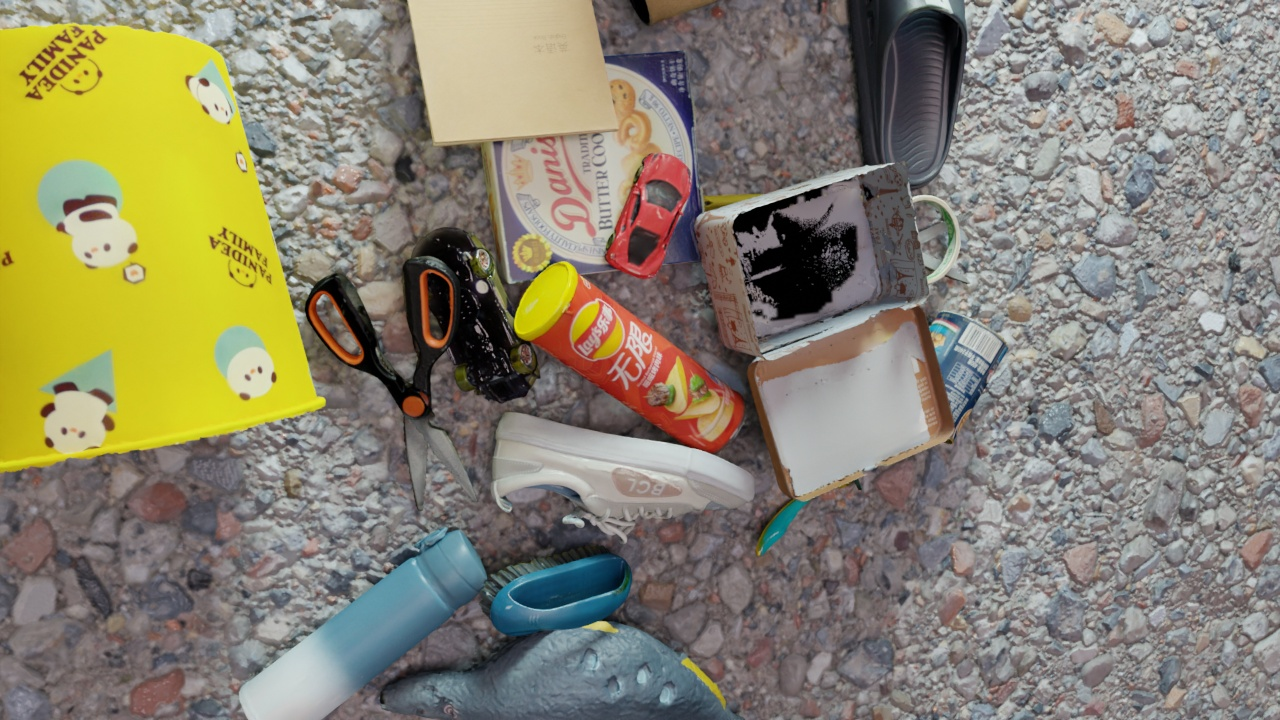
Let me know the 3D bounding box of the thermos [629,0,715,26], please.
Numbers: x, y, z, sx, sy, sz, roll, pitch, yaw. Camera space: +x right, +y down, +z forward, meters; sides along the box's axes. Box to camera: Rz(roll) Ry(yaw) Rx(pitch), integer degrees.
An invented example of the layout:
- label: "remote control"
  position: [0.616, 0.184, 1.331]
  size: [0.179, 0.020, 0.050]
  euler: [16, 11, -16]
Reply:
- label: "thermos"
  position: [0.057, -0.342, 0.774]
  size: [0.143, 0.093, 0.093]
  euler: [-28, 104, -2]

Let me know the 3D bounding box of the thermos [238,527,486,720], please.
- label: "thermos"
  position: [-0.229, 0.230, 0.778]
  size: [0.220, 0.070, 0.070]
  euler: [-38, 106, -9]

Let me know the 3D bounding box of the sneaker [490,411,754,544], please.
- label: "sneaker"
  position: [-0.014, 0.115, 0.806]
  size: [0.242, 0.090, 0.090]
  euler: [13, 78, -14]

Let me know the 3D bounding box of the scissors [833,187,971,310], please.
- label: "scissors"
  position: [0.253, -0.107, 0.896]
  size: [0.181, 0.014, 0.159]
  euler: [34, 87, -19]

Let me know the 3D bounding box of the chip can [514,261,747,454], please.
- label: "chip can"
  position: [-0.005, 0.005, 0.785]
  size: [0.216, 0.073, 0.073]
  euler: [37, 86, -29]

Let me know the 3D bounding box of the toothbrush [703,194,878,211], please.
- label: "toothbrush"
  position: [0.146, -0.148, 0.847]
  size: [0.190, 0.016, 0.016]
  euler: [-3, 96, -9]

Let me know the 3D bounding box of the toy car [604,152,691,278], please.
- label: "toy car"
  position: [0.009, -0.122, 0.768]
  size: [0.049, 0.031, 0.106]
  euler: [22, 90, -20]

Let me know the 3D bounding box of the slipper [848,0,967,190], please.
- label: "slipper"
  position: [0.258, -0.292, 0.838]
  size: [0.110, 0.083, 0.268]
  euler: [-7, 101, -17]

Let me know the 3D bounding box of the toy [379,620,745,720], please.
- label: "toy"
  position: [-0.050, 0.297, 0.832]
  size: [0.356, 0.091, 0.138]
  euler: [9, 122, -16]

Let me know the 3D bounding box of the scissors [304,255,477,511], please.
- label: "scissors"
  position: [-0.203, 0.017, 0.771]
  size: [0.204, 0.021, 0.225]
  euler: [21, 108, -3]

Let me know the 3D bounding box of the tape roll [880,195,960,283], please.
- label: "tape roll"
  position: [0.271, -0.116, 0.889]
  size: [0.085, 0.014, 0.086]
  euler: [-3, 97, -21]

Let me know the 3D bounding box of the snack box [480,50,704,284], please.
- label: "snack box"
  position: [-0.041, -0.164, 0.787]
  size: [0.182, 0.046, 0.178]
  euler: [-9, 101, -15]

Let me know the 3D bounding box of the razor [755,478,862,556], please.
- label: "razor"
  position: [0.160, 0.144, 0.895]
  size: [0.132, 0.028, 0.043]
  euler: [-38, 137, -11]

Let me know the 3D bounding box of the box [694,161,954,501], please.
- label: "box"
  position: [0.167, -0.025, 0.806]
  size: [0.176, 0.082, 0.261]
  euler: [-20, 102, -16]

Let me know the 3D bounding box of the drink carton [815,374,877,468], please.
- label: "drink carton"
  position: [0.196, 0.044, 0.883]
  size: [0.122, 0.045, 0.053]
  euler: [44, 85, -16]

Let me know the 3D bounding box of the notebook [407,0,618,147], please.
- label: "notebook"
  position: [-0.109, -0.276, 0.736]
  size: [0.149, 0.012, 0.211]
  euler: [-9, 81, -16]

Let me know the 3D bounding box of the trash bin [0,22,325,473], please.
- label: "trash bin"
  position: [-0.357, -0.071, 0.626]
  size: [0.229, 0.230, 0.255]
  euler: [-10, 94, -15]

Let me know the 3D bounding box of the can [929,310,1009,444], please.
- label: "can"
  position: [0.298, 0.015, 0.893]
  size: [0.075, 0.075, 0.111]
  euler: [33, 87, -17]

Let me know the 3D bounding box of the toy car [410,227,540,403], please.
- label: "toy car"
  position: [-0.137, -0.038, 0.771]
  size: [0.070, 0.042, 0.158]
  euler: [-16, 105, 22]

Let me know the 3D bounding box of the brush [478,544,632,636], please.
- label: "brush"
  position: [-0.064, 0.204, 0.796]
  size: [0.143, 0.073, 0.055]
  euler: [-6, 108, -39]
